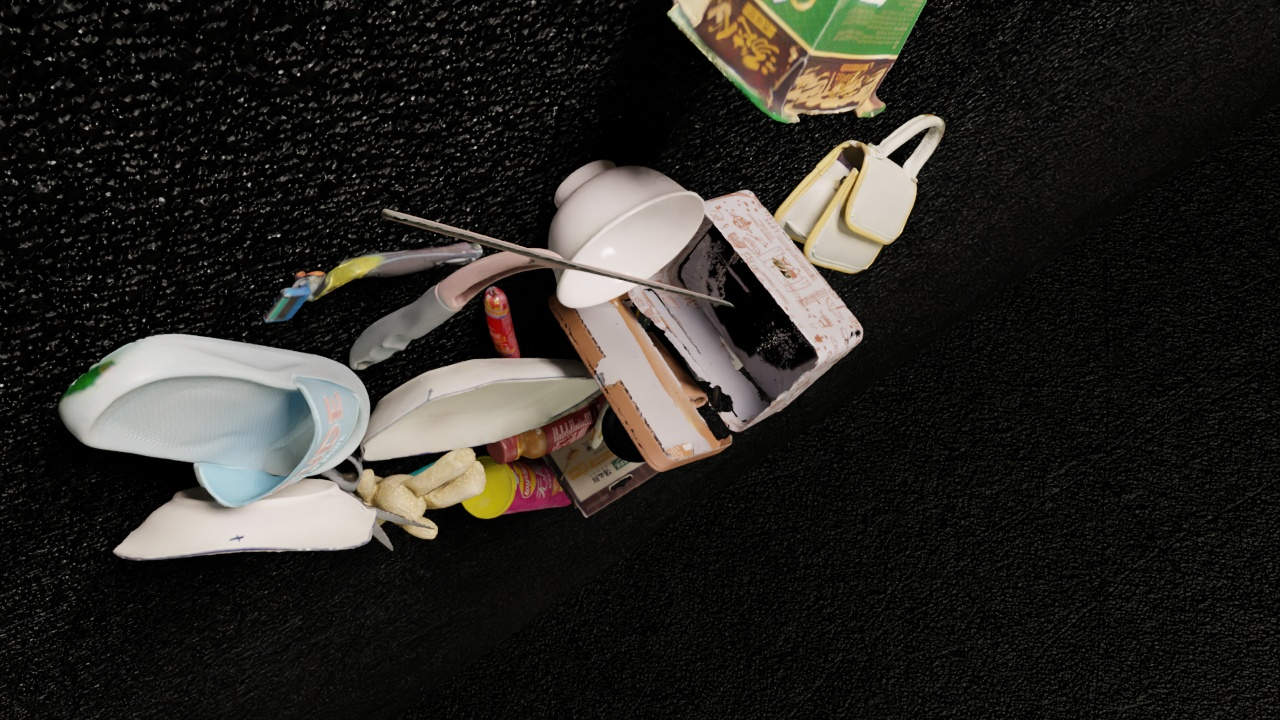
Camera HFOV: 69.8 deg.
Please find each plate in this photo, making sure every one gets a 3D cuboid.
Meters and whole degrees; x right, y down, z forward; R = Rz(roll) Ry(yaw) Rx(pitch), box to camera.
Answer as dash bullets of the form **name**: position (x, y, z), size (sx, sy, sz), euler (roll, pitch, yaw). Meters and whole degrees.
- **plate**: position (-0.135, 0.036, 0.816), size (0.162, 0.034, 0.265), euler (-29, 166, 27)
- **plate**: position (-0.277, 0.110, 0.668), size (0.163, 0.034, 0.164), euler (-1, 180, -14)

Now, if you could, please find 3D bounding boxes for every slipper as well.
- **slipper**: position (-0.247, 0.045, 0.582), size (0.104, 0.074, 0.245), euler (-36, 163, 5)

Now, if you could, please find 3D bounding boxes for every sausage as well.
- **sausage**: position (-0.113, -0.024, 0.749), size (0.020, 0.020, 0.156), euler (-31, 164, -13)

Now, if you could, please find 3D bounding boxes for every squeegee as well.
- **squeegee**: position (-0.115, -0.037, 0.578), size (0.250, 0.040, 0.247), euler (-18, 162, 40)

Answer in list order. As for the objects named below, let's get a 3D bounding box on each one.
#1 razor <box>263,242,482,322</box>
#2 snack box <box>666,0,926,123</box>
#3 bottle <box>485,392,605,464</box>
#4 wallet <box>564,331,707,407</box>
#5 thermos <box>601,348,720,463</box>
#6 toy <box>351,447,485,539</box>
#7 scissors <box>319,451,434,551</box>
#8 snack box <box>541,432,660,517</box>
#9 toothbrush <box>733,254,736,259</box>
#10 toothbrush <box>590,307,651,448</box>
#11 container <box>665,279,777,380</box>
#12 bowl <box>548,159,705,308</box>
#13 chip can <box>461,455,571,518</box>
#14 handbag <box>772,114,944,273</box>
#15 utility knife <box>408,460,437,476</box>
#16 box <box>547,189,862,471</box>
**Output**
- **razor**: position (-0.157, -0.056, 0.556), size (0.142, 0.022, 0.043), euler (-22, 177, -39)
- **snack box**: position (0.090, -0.198, 0.463), size (0.118, 0.117, 0.106), euler (-22, 156, -47)
- **bottle**: position (-0.086, 0.063, 0.995), size (0.174, 0.057, 0.058), euler (-22, 161, -36)
- **wallet**: position (-0.005, 0.005, 0.860), size (0.115, 0.101, 0.020), euler (6, 123, -39)
- **thermos**: position (0.039, 0.044, 1.018), size (0.069, 0.090, 0.241), euler (-34, -178, 27)
- **toy**: position (-0.215, 0.121, 0.852), size (0.157, 0.066, 0.105), euler (-21, 137, 21)
- **scissors**: position (-0.249, 0.122, 0.781), size (0.159, 0.014, 0.176), euler (3, 138, -20)
- **snack box**: position (-0.050, 0.106, 1.067), size (0.113, 0.125, 0.053), euler (-30, 166, -14)
- **toothbrush**: position (0.176, -0.152, 0.957), size (0.190, 0.015, 0.017), euler (-30, 160, -12)
- **toothbrush**: position (-0.020, 0.020, 0.954), size (0.016, 0.018, 0.192), euler (-7, 129, -38)
- **container**: position (0.099, -0.041, 1.008), size (0.115, 0.090, 0.090), euler (-39, 164, 30)
- **bowl**: position (-0.022, -0.097, 0.628), size (0.118, 0.064, 0.118), euler (-32, 165, -10)
- **chip can**: position (-0.141, 0.150, 1.124), size (0.071, 0.071, 0.210), euler (-37, 165, 12)
- **handbag**: position (0.232, -0.170, 0.912), size (0.179, 0.063, 0.163), euler (-51, 154, 21)
- **utility knife**: position (-0.242, 0.127, 0.953), size (0.156, 0.013, 0.029), euler (-25, 161, -29)
- **box**: position (0.041, -0.024, 0.772), size (0.192, 0.183, 0.157), euler (-22, 160, -46)
